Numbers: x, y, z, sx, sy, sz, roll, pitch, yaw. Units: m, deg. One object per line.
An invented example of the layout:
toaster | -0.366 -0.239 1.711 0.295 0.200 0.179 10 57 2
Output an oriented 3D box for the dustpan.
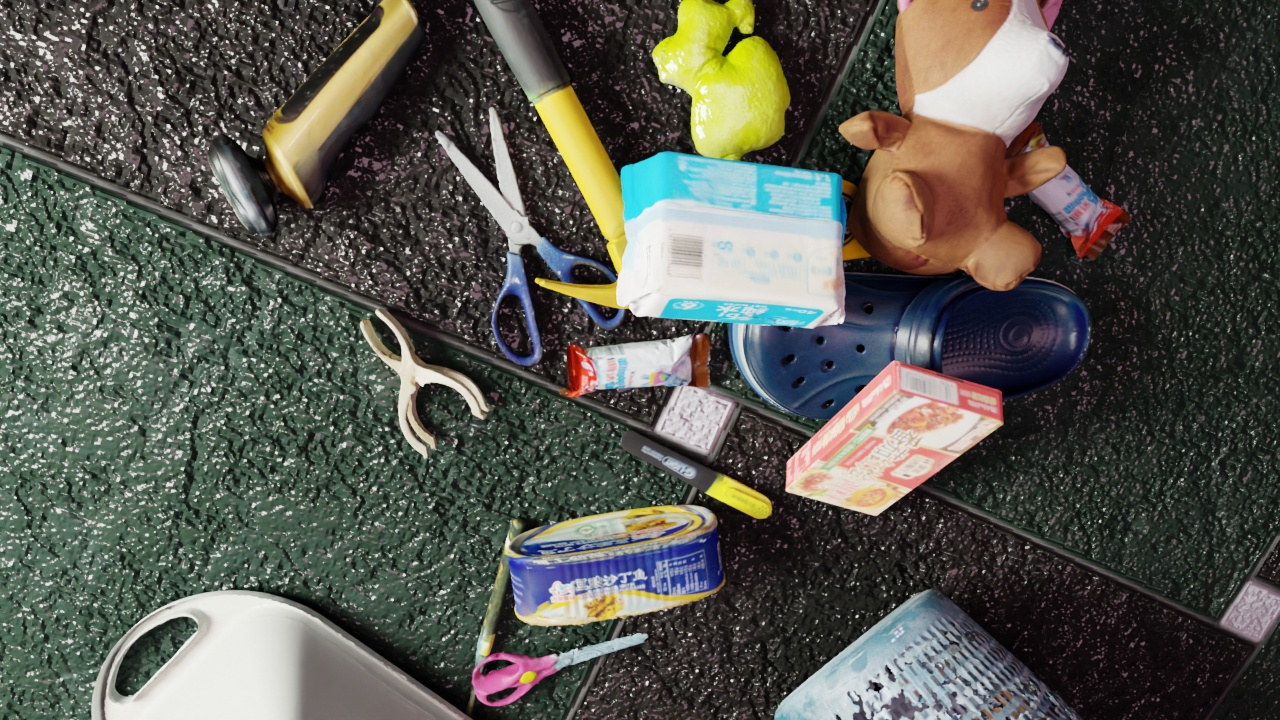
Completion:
dustpan | -0.257 0.285 0.673 0.223 0.142 0.257 -44 132 9

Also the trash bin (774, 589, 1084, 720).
trash bin | 0.205 0.274 0.616 0.226 0.226 0.195 -41 67 5

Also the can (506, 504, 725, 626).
can | -0.016 0.140 0.635 0.148 0.074 0.049 -8 102 -5

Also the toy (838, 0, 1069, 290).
toy | 0.196 -0.151 0.554 0.140 0.131 0.199 18 82 -26

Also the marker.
marker | 0.040 0.082 0.655 0.124 0.015 0.018 28 97 -11

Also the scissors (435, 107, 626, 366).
scissors | -0.069 -0.077 0.602 0.155 0.012 0.166 10 104 -8

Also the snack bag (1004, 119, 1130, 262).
snack bag | 0.285 -0.116 0.624 0.104 0.026 0.048 42 85 -15

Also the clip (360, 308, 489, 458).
clip | -0.135 0.010 0.608 0.094 0.035 0.102 -10 98 1

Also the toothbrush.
toothbrush | -0.114 0.198 0.671 0.017 0.012 0.186 17 103 0

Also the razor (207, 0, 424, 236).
razor | -0.191 -0.151 0.548 0.167 0.062 0.067 -48 135 2

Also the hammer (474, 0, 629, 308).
hammer | -0.056 -0.165 0.564 0.128 0.033 0.301 -31 104 -9

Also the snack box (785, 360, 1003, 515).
snack box | 0.162 0.056 0.607 0.075 0.025 0.153 17 146 -10

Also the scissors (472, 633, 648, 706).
scissors | -0.058 0.223 0.679 0.133 0.017 0.054 -13 123 -10

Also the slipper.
slipper | 0.186 -0.006 0.609 0.252 0.095 0.105 -2 103 -9

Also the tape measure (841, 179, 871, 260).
tape measure | 0.124 -0.092 0.610 0.060 0.029 0.057 -10 103 -21

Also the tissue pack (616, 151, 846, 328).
tissue pack | 0.056 -0.068 0.545 0.140 0.063 0.090 4 76 -8

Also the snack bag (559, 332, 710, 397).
snack bag | -0.004 0.004 0.622 0.105 0.026 0.045 -5 120 -8

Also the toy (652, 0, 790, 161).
toy | 0.056 -0.177 0.579 0.100 0.031 0.097 29 98 -12
